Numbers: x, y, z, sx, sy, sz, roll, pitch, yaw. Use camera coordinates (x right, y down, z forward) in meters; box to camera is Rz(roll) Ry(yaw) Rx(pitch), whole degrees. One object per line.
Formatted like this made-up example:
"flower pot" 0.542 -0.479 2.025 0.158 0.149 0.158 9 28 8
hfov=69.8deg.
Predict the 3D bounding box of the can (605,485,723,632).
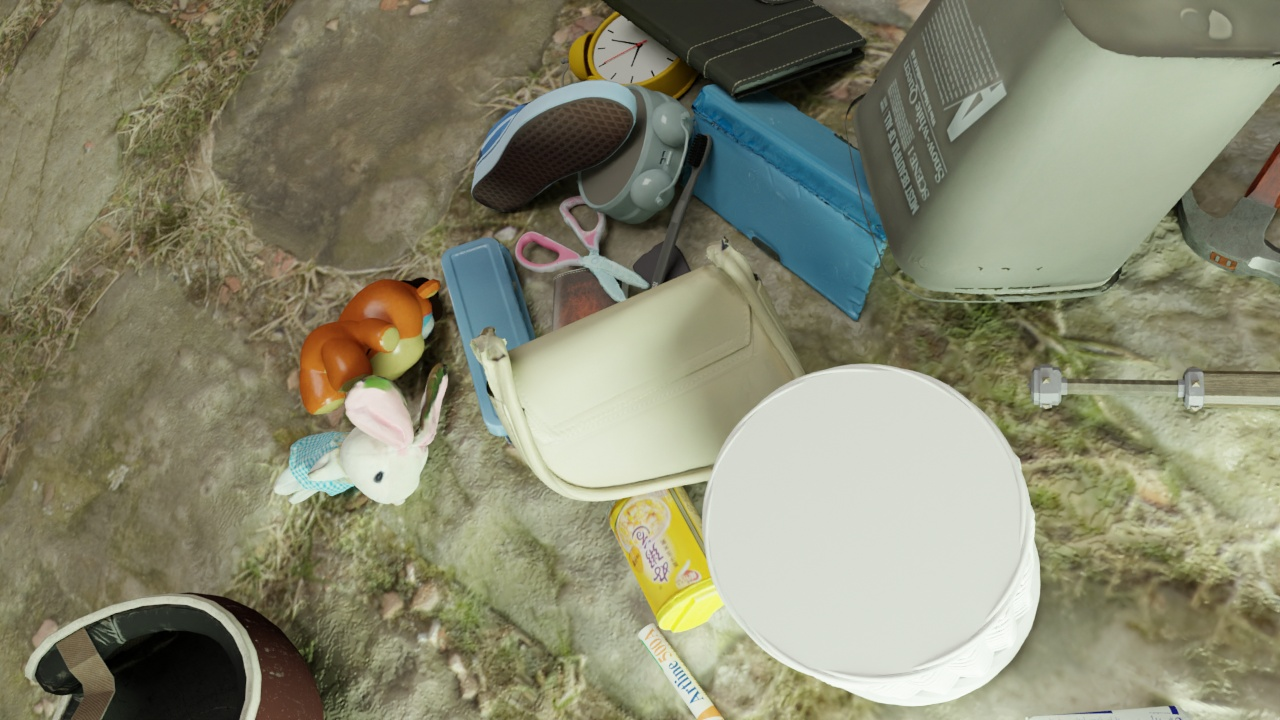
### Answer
"can" 0.024 0.149 0.712 0.068 0.067 0.105 -34 59 7

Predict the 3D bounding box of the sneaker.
"sneaker" -0.087 -0.226 0.863 0.242 0.083 0.098 -18 57 52

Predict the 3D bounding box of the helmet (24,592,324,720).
"helmet" -0.369 0.305 0.712 0.233 0.254 0.233 -36 62 -22

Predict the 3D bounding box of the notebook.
"notebook" 0.088 -0.322 0.864 0.169 0.029 0.209 -27 57 -24

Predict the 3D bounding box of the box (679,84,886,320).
"box" 0.138 -0.141 0.799 0.231 0.094 0.110 43 129 30

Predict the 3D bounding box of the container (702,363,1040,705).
"container" 0.155 0.120 0.596 0.190 0.187 0.189 -9 66 20

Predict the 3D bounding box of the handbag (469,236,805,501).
"handbag" -0.004 0.004 0.695 0.228 0.184 0.132 -25 37 -15

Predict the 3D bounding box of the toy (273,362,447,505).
"toy" -0.263 0.095 0.853 0.206 0.130 0.105 -32 80 23

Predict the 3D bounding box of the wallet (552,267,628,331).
"wallet" -0.048 -0.027 0.846 0.072 0.019 0.123 -9 66 21

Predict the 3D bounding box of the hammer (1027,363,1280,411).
"hammer" 0.429 0.024 0.607 0.317 0.028 0.146 0 69 24

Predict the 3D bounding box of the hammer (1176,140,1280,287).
"hammer" 0.500 -0.192 0.666 0.111 0.028 0.300 33 84 30

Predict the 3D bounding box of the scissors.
"scissors" -0.037 -0.108 0.860 0.179 0.016 0.108 27 69 40

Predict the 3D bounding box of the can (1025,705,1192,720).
"can" 0.294 0.237 0.575 0.095 0.032 0.032 -13 64 19

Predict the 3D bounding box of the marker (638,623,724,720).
"marker" 0.046 0.259 0.686 0.017 0.017 0.145 -43 58 2

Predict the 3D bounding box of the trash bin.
"trash bin" 0.275 -0.177 0.608 0.197 0.221 0.197 -3 65 -10

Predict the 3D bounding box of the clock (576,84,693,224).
"clock" -0.003 -0.188 0.839 0.159 0.045 0.122 27 102 57

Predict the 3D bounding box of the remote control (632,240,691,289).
"remote control" 0.038 -0.057 0.826 0.046 0.009 0.124 -37 59 6

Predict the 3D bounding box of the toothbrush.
"toothbrush" 0.031 -0.120 0.814 0.013 0.013 0.167 27 105 41

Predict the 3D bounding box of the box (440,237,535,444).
"box" -0.131 -0.019 0.870 0.069 0.064 0.209 -19 63 -3

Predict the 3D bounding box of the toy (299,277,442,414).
"toy" -0.253 -0.025 0.874 0.112 0.096 0.175 -32 27 45

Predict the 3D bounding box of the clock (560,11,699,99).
"clock" -0.009 -0.303 0.926 0.152 0.052 0.113 -25 61 9
